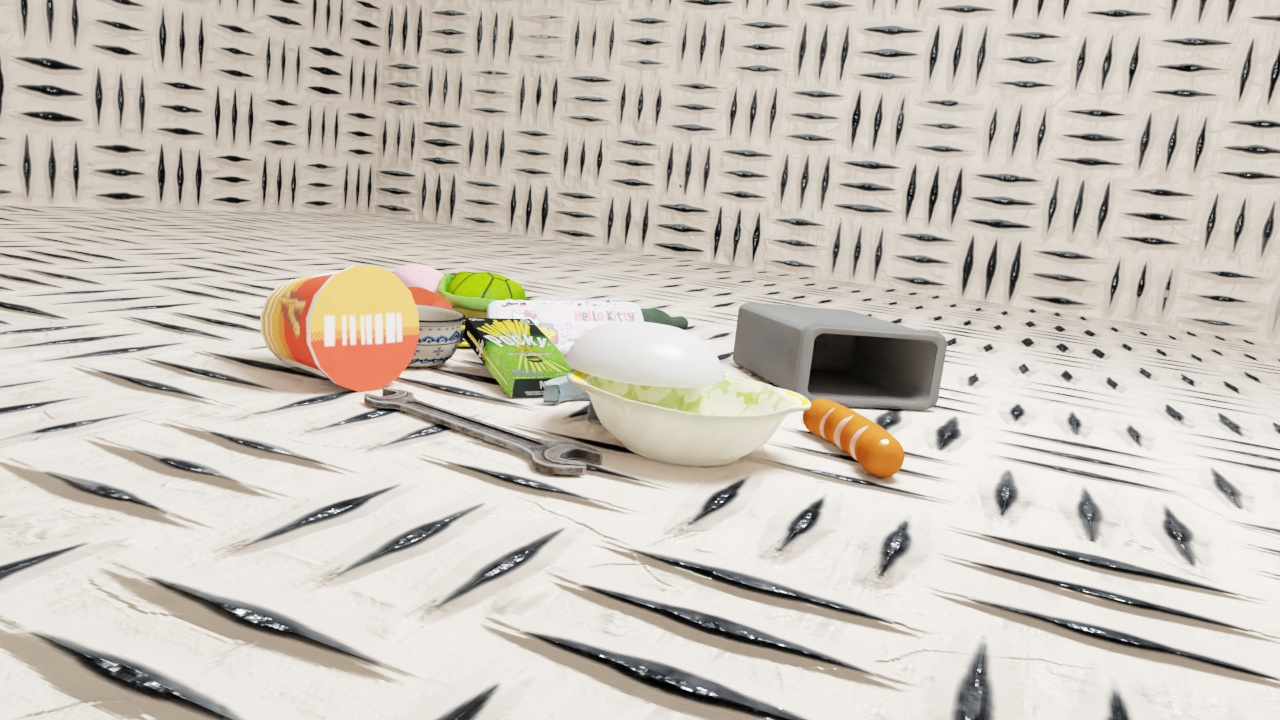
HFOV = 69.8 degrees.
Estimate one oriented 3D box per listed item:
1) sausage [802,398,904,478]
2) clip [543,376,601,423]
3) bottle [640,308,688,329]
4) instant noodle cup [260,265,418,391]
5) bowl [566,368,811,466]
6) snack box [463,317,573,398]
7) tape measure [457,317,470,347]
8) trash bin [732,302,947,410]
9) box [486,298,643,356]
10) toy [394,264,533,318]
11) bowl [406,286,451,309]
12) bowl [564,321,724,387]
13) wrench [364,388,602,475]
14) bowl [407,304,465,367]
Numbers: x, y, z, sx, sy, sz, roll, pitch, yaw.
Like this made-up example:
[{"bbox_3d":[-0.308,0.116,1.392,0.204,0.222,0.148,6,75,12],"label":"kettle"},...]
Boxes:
[{"bbox_3d":[0.201,0.071,0.871,0.044,0.039,0.164,4,11,-14],"label":"sausage"},{"bbox_3d":[-0.038,0.030,0.973,0.143,0.029,0.171,17,14,36],"label":"clip"},{"bbox_3d":[0.023,-0.052,1.368,0.055,0.055,0.173,13,11,30],"label":"bottle"},{"bbox_3d":[-0.316,-0.036,0.942,0.121,0.123,0.123,6,8,39],"label":"instant noodle cup"},{"bbox_3d":[0.040,0.051,0.828,0.219,0.060,0.188,7,10,-1],"label":"bowl"},{"bbox_3d":[-0.132,-0.005,1.015,0.080,0.025,0.147,-1,27,-32],"label":"snack box"},{"bbox_3d":[-0.233,-0.039,1.192,0.062,0.038,0.067,1,13,-24],"label":"tape measure"},{"bbox_3d":[0.245,-0.011,1.178,0.191,0.097,0.220,3,10,-16],"label":"trash bin"},{"bbox_3d":[-0.090,-0.040,1.141,0.202,0.086,0.045,-1,-21,-19],"label":"box"},{"bbox_3d":[-0.236,-0.083,1.287,0.238,0.088,0.190,9,5,15],"label":"toy"},{"bbox_3d":[-0.295,-0.059,1.150,0.122,0.035,0.121,-3,32,2],"label":"bowl"},{"bbox_3d":[0.006,-0.012,0.856,0.149,0.043,0.149,6,10,-1],"label":"bowl"},{"bbox_3d":[-0.147,0.058,0.809,0.274,0.010,0.069,14,13,35],"label":"wrench"},{"bbox_3d":[-0.262,-0.027,1.055,0.115,0.059,0.115,6,11,-1],"label":"bowl"}]
